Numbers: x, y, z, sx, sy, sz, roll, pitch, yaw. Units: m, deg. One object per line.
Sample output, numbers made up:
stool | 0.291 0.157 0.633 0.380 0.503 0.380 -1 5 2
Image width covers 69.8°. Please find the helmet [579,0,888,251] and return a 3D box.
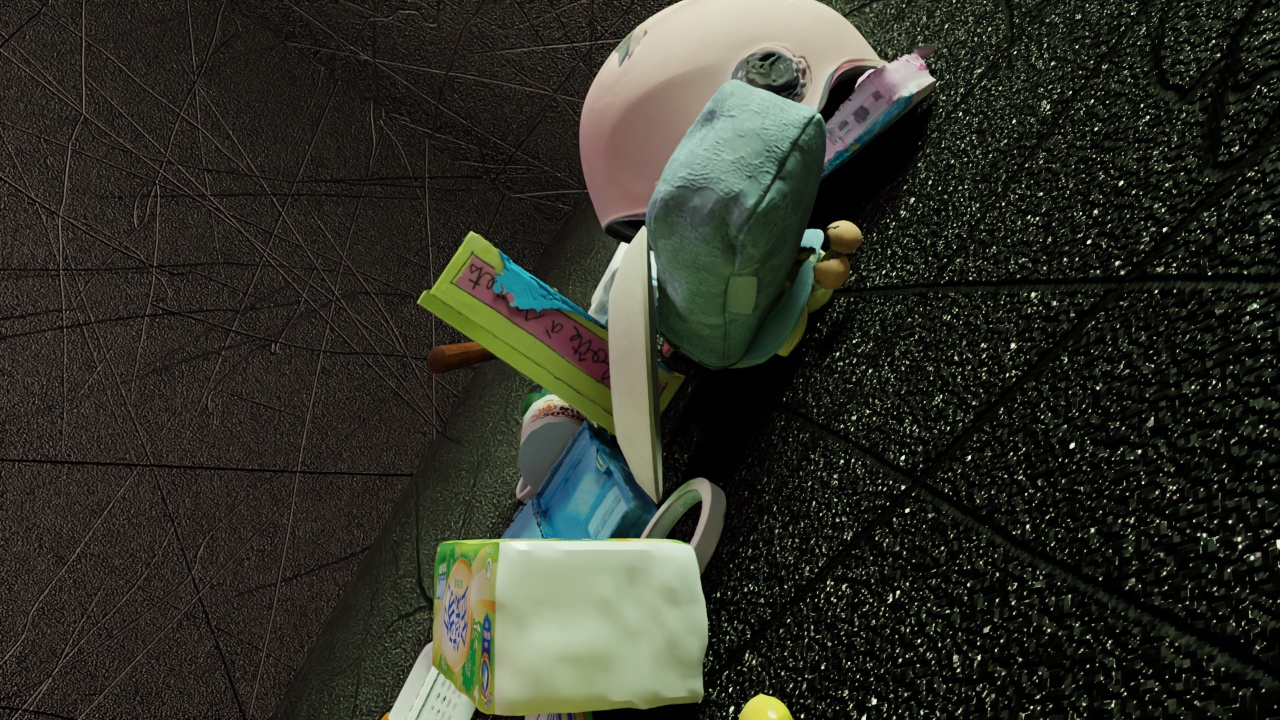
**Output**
helmet | 0.062 -0.204 0.733 0.256 0.152 0.230 -28 -4 9

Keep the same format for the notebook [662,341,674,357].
notebook | 0.077 -0.106 0.898 0.153 0.012 0.208 -50 13 29

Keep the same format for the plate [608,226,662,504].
plate | -0.004 0.004 0.629 0.188 0.027 0.188 1 -94 -88

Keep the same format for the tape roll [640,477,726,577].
tape roll | 0.019 0.114 0.554 0.093 0.013 0.093 -54 12 17

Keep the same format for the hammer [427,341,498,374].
hammer | -0.117 -0.021 1.026 0.299 0.028 0.111 -14 -34 -54

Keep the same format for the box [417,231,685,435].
box | -0.081 -0.018 0.796 0.081 0.221 0.124 -58 14 -3

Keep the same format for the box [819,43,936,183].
box | 0.128 -0.149 0.698 0.231 0.035 0.159 -38 0 41

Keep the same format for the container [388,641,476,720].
container | -0.175 0.297 0.757 0.081 0.049 0.129 -42 19 50

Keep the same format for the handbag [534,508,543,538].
handbag | -0.092 0.178 0.812 0.055 0.029 0.119 -48 20 16

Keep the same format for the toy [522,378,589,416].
toy | -0.080 0.044 1.003 0.194 0.072 0.130 -38 56 57

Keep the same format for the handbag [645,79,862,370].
handbag | 0.070 -0.070 0.560 0.121 0.118 0.192 -61 -12 -21

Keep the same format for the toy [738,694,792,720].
toy | 0.006 0.173 0.268 0.208 0.092 0.133 -43 21 42

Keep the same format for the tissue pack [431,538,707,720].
tissue pack | -0.049 0.168 0.492 0.198 0.120 0.141 142 129 -72

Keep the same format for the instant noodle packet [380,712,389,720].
instant noodle packet | -0.220 0.370 0.680 0.221 0.032 0.159 -44 45 45

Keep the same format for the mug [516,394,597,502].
mug | -0.086 0.092 0.881 0.105 0.073 0.089 -55 12 9

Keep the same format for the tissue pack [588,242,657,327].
tissue pack | 0.001 -0.105 1.030 0.112 0.070 0.181 -58 8 41

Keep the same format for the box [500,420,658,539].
box | -0.066 0.146 0.720 0.174 0.033 0.231 -54 16 2
